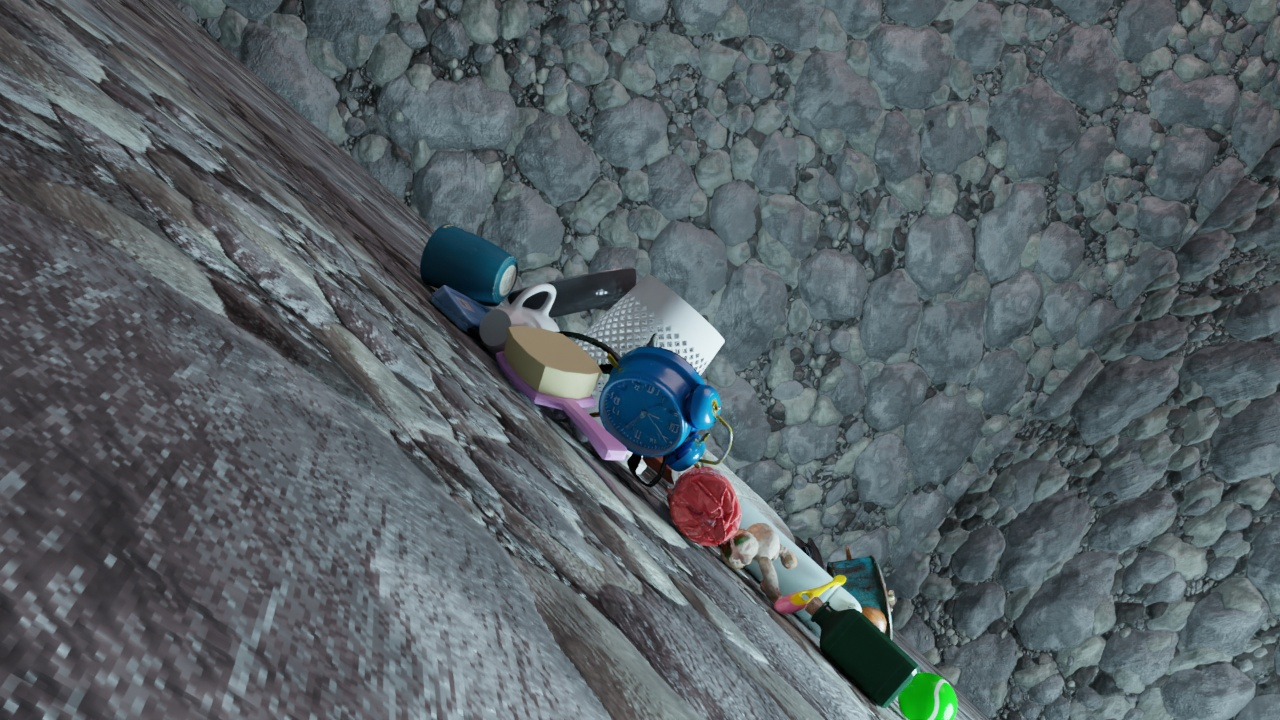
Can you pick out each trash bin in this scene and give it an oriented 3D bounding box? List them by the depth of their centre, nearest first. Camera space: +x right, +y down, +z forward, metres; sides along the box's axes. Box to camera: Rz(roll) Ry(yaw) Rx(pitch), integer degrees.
[{"bbox_3d":[-0.007,0.007,1.185,0.195,0.199,0.195,41,0,0],"label":"trash bin"}]

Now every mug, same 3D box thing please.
[{"bbox_3d":[-0.138,-0.046,1.078,0.071,0.107,0.089,30,4,26],"label":"mug"},{"bbox_3d":[-0.215,-0.111,1.189,0.104,0.084,0.112,21,-30,14],"label":"mug"}]

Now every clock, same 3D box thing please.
[{"bbox_3d":[0.027,0.055,0.988,0.161,0.117,0.060,26,36,15],"label":"clock"},{"bbox_3d":[0.297,0.332,1.206,0.157,0.073,0.121,-95,175,-49],"label":"clock"}]

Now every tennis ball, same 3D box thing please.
[{"bbox_3d":[0.331,0.394,1.059,0.065,0.065,0.065,41,0,0],"label":"tennis ball"}]

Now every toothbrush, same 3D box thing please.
[{"bbox_3d":[0.196,0.272,1.063,0.135,0.016,0.021,-7,50,-44],"label":"toothbrush"}]

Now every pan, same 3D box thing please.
[{"bbox_3d":[-0.136,-0.080,1.315,0.358,0.178,0.041,-9,-86,57],"label":"pan"}]

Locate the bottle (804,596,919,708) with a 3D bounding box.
[{"bbox_3d":[0.237,0.313,1.010,0.131,0.061,0.061,41,-2,26],"label":"bottle"}]

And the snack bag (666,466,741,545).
[{"bbox_3d":[0.068,0.158,1.016,0.082,0.082,0.176,41,0,5],"label":"snack bag"}]

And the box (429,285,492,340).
[{"bbox_3d":[-0.206,-0.045,1.139,0.066,0.037,0.209,48,3,9],"label":"box"}]

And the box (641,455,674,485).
[{"bbox_3d":[0.010,0.113,1.326,0.187,0.085,0.048,44,5,-21],"label":"box"}]

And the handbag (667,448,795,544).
[{"bbox_3d":[0.127,0.214,1.283,0.195,0.072,0.138,42,9,-9],"label":"handbag"}]

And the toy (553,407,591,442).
[{"bbox_3d":[-0.080,0.054,1.005,0.049,0.030,0.111,6,27,-43],"label":"toy"}]

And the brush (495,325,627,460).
[{"bbox_3d":[-0.074,0.029,0.958,0.089,0.043,0.229,7,22,-36],"label":"brush"}]

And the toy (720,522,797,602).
[{"bbox_3d":[0.128,0.224,1.044,0.106,0.074,0.085,36,17,-49],"label":"toy"}]

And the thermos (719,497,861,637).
[{"bbox_3d":[0.183,0.265,1.149,0.207,0.065,0.078,41,-29,14],"label":"thermos"}]

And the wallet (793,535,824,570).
[{"bbox_3d":[0.238,0.301,1.249,0.089,0.026,0.114,49,31,-58],"label":"wallet"}]

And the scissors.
[{"bbox_3d":[-0.028,0.045,1.059,0.202,0.202,0.015,20,30,19],"label":"scissors"}]

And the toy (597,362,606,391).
[{"bbox_3d":[-0.061,0.053,1.366,0.131,0.072,0.193,-4,-29,28],"label":"toy"}]
